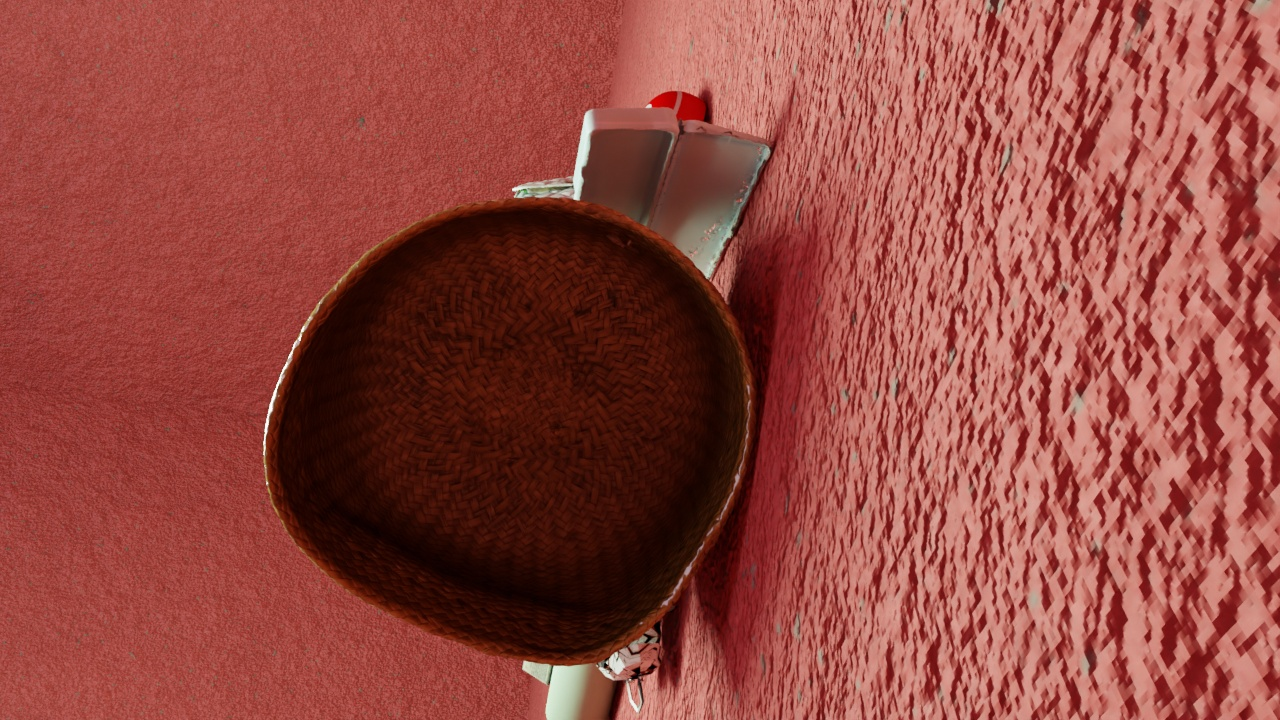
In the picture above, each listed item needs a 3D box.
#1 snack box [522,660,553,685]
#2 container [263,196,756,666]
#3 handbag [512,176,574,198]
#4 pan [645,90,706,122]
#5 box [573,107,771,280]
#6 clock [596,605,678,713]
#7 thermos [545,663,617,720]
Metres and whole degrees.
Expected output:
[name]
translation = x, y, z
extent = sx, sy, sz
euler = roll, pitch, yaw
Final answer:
[snack box]
translation = -0.078, 0.291, 1.106
extent = 0.144, 0.043, 0.145
euler = -37, -34, -52
[container]
translation = -0.081, 0.035, 0.663
extent = 0.196, 0.307, 0.307
euler = -105, 23, -82
[handbag]
translation = -0.071, -0.210, 1.209
extent = 0.138, 0.195, 0.072
euler = -99, -1, -65
[pan]
translation = -0.039, -0.146, 1.029
extent = 0.357, 0.067, 0.208
euler = -52, 17, 31
[box]
translation = 0.010, -0.120, 0.712
extent = 0.197, 0.134, 0.040
euler = 112, 156, -64
[clock]
translation = -0.008, 0.219, 0.784
extent = 0.115, 0.065, 0.154
euler = 117, 144, -68
[thermos]
translation = -0.059, 0.321, 1.024
extent = 0.082, 0.082, 0.232
euler = -93, 13, -57
